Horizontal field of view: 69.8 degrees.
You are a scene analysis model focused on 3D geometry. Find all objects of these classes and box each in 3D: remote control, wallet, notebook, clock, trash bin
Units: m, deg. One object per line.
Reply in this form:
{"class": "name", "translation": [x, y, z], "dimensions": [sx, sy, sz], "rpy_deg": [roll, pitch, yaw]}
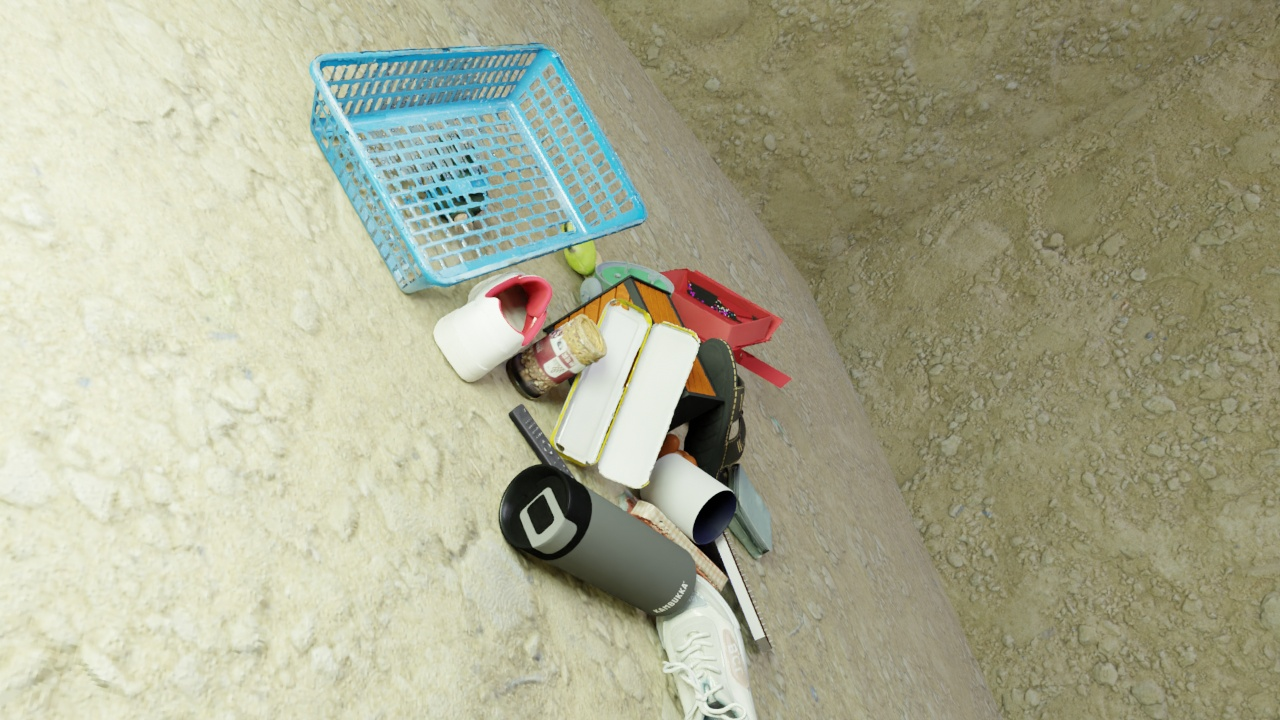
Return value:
{"class": "remote control", "translation": [-0.100, 0.109, 1.004], "dimensions": [0.136, 0.015, 0.032], "rpy_deg": [55, 18, -4]}
{"class": "wallet", "translation": [0.166, 0.240, 1.456], "dimensions": [0.131, 0.054, 0.100], "rpy_deg": [52, 28, -26]}
{"class": "notebook", "translation": [0.127, 0.286, 1.247], "dimensions": [0.172, 0.022, 0.209], "rpy_deg": [64, 3, -65]}
{"class": "clock", "translation": [-0.024, -0.099, 1.377], "dimensions": [0.122, 0.075, 0.161], "rpy_deg": [27, 28, 22]}
{"class": "trash bin", "translation": [-0.007, 0.007, 1.211], "dimensions": [0.171, 0.140, 0.139], "rpy_deg": [65, 19, 16]}

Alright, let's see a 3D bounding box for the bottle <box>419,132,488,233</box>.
{"class": "bottle", "translation": [-0.221, -0.205, 1.101], "dimensions": [0.061, 0.061, 0.131], "rpy_deg": [34, 31, -49]}

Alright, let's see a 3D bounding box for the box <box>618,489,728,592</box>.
{"class": "box", "translation": [0.040, 0.230, 1.153], "dimensions": [0.187, 0.083, 0.042], "rpy_deg": [50, 65, -33]}

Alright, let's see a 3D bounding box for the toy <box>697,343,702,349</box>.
{"class": "toy", "translation": [0.098, 0.039, 1.545], "dimensions": [0.179, 0.078, 0.152], "rpy_deg": [38, 28, -54]}

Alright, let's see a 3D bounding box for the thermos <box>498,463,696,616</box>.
{"class": "thermos", "translation": [-0.037, 0.189, 0.937], "dimensions": [0.240, 0.082, 0.082], "rpy_deg": [41, 26, -45]}

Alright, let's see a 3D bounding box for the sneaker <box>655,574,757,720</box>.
{"class": "sneaker", "translation": [0.074, 0.338, 0.980], "dimensions": [0.091, 0.089, 0.242], "rpy_deg": [57, 13, -65]}

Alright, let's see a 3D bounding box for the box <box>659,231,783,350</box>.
{"class": "box", "translation": [0.114, -0.094, 1.604], "dimensions": [0.215, 0.153, 0.164], "rpy_deg": [34, -15, 30]}

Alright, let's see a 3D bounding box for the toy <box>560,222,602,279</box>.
{"class": "toy", "translation": [-0.086, -0.161, 1.424], "dimensions": [0.115, 0.046, 0.092], "rpy_deg": [49, 21, -50]}

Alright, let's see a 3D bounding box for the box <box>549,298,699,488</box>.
{"class": "box", "translation": [-0.016, 0.036, 1.079], "dimensions": [0.129, 0.036, 0.209], "rpy_deg": [24, 69, -8]}

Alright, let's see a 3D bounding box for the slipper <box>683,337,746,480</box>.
{"class": "slipper", "translation": [0.115, 0.076, 1.329], "dimensions": [0.113, 0.075, 0.268], "rpy_deg": [52, -29, 39]}

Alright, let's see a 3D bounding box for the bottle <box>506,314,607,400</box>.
{"class": "bottle", "translation": [-0.095, -0.004, 1.048], "dimensions": [0.056, 0.105, 0.056], "rpy_deg": [50, 20, -26]}

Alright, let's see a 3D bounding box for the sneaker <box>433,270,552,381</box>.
{"class": "sneaker", "translation": [-0.138, -0.060, 1.023], "dimensions": [0.090, 0.104, 0.236], "rpy_deg": [57, 18, -9]}

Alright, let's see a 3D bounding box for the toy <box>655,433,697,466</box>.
{"class": "toy", "translation": [0.059, 0.154, 1.287], "dimensions": [0.095, 0.065, 0.127], "rpy_deg": [61, 11, 30]}

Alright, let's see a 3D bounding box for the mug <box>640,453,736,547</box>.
{"class": "mug", "translation": [0.061, 0.189, 1.173], "dimensions": [0.097, 0.078, 0.112], "rpy_deg": [32, -44, 40]}

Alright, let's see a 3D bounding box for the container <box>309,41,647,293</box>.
{"class": "container", "translation": [-0.177, -0.214, 1.021], "dimensions": [0.361, 0.089, 0.257], "rpy_deg": [-27, 87, -50]}
